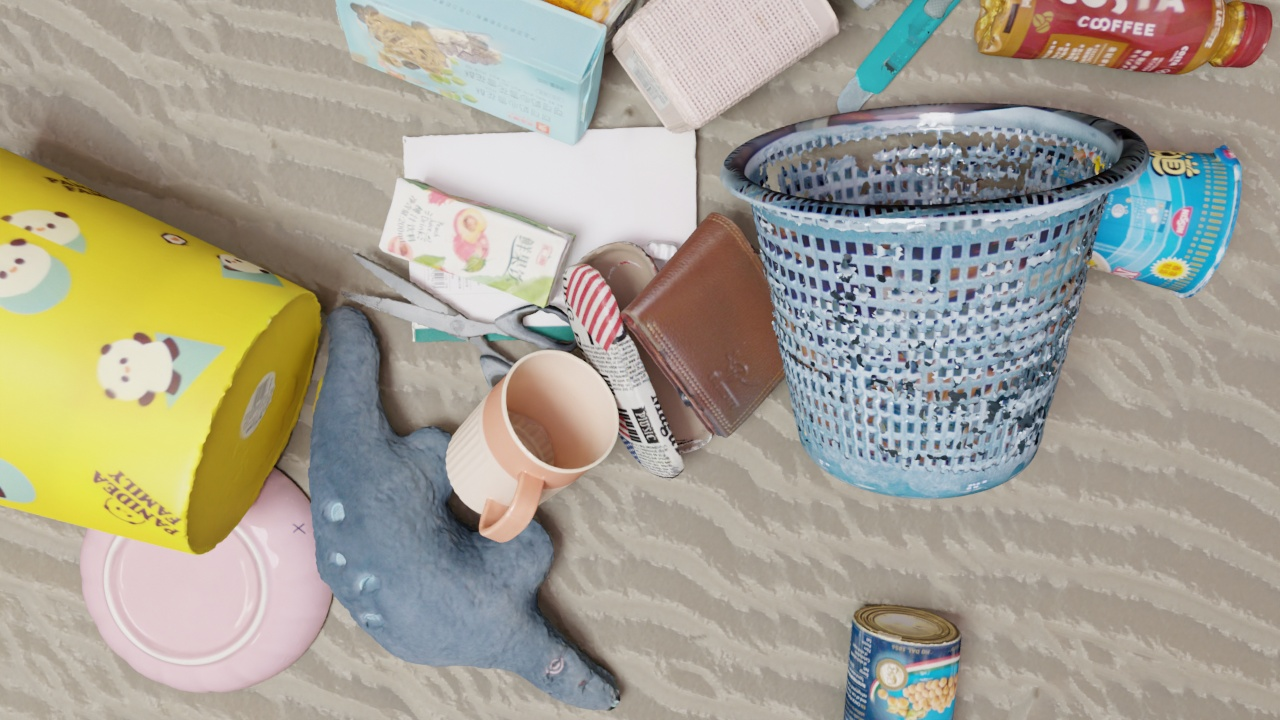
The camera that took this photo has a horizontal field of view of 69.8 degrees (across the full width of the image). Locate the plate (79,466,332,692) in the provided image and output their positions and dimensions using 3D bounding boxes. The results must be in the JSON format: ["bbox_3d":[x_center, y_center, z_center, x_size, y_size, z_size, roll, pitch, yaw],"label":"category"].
[{"bbox_3d":[-0.328,0.160,0.680,0.192,0.039,0.192,0,96,3],"label":"plate"}]

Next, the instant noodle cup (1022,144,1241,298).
[{"bbox_3d":[0.312,-0.099,0.604,0.110,0.099,0.099,11,96,10],"label":"instant noodle cup"}]

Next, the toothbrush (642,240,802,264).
[{"bbox_3d":[0.091,-0.069,0.643,0.180,0.016,0.016,5,99,-4],"label":"toothbrush"}]

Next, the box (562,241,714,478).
[{"bbox_3d":[-0.008,0.007,0.621,0.076,0.086,0.163,-14,110,21],"label":"box"}]

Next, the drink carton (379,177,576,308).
[{"bbox_3d":[-0.110,-0.082,0.632,0.122,0.045,0.053,19,103,2],"label":"drink carton"}]

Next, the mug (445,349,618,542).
[{"bbox_3d":[-0.078,0.065,0.605,0.081,0.106,0.114,26,52,-20],"label":"mug"}]

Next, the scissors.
[{"bbox_3d":[-0.126,-0.019,0.656,0.165,0.014,0.163,-15,106,9],"label":"scissors"}]

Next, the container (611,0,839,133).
[{"bbox_3d":[0.049,-0.210,0.590,0.111,0.090,0.090,-38,104,-1],"label":"container"}]

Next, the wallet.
[{"bbox_3d":[0.052,-0.022,0.611,0.101,0.032,0.124,-49,120,-19],"label":"wallet"}]

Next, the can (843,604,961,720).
[{"bbox_3d":[0.182,0.236,0.646,0.075,0.075,0.111,4,95,2],"label":"can"}]

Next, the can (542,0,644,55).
[{"bbox_3d":[-0.068,-0.273,0.617,0.146,0.058,0.058,39,96,-2],"label":"can"}]

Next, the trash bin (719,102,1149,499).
[{"bbox_3d":[0.167,-0.034,0.557,0.226,0.226,0.195,-5,117,3],"label":"trash bin"}]

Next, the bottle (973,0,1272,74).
[{"bbox_3d":[0.316,-0.222,0.604,0.175,0.057,0.057,7,96,2],"label":"bottle"}]

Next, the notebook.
[{"bbox_3d":[-0.064,-0.089,0.657,0.209,0.012,0.150,-1,96,3],"label":"notebook"}]

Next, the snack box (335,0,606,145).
[{"bbox_3d":[-0.111,-0.210,0.610,0.175,0.074,0.051,22,70,1],"label":"snack box"}]

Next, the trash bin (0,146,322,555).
[{"bbox_3d":[-0.364,-0.005,0.582,0.255,0.229,0.230,21,96,-5],"label":"trash bin"}]

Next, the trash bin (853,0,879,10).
[{"bbox_3d":[0.122,-0.364,0.525,0.230,0.229,0.252,-43,97,5],"label":"trash bin"}]

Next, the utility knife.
[{"bbox_3d":[0.196,-0.235,0.631,0.029,0.013,0.174,40,96,0],"label":"utility knife"}]

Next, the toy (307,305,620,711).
[{"bbox_3d":[-0.149,0.134,0.652,0.137,0.092,0.356,-39,94,-22],"label":"toy"}]
